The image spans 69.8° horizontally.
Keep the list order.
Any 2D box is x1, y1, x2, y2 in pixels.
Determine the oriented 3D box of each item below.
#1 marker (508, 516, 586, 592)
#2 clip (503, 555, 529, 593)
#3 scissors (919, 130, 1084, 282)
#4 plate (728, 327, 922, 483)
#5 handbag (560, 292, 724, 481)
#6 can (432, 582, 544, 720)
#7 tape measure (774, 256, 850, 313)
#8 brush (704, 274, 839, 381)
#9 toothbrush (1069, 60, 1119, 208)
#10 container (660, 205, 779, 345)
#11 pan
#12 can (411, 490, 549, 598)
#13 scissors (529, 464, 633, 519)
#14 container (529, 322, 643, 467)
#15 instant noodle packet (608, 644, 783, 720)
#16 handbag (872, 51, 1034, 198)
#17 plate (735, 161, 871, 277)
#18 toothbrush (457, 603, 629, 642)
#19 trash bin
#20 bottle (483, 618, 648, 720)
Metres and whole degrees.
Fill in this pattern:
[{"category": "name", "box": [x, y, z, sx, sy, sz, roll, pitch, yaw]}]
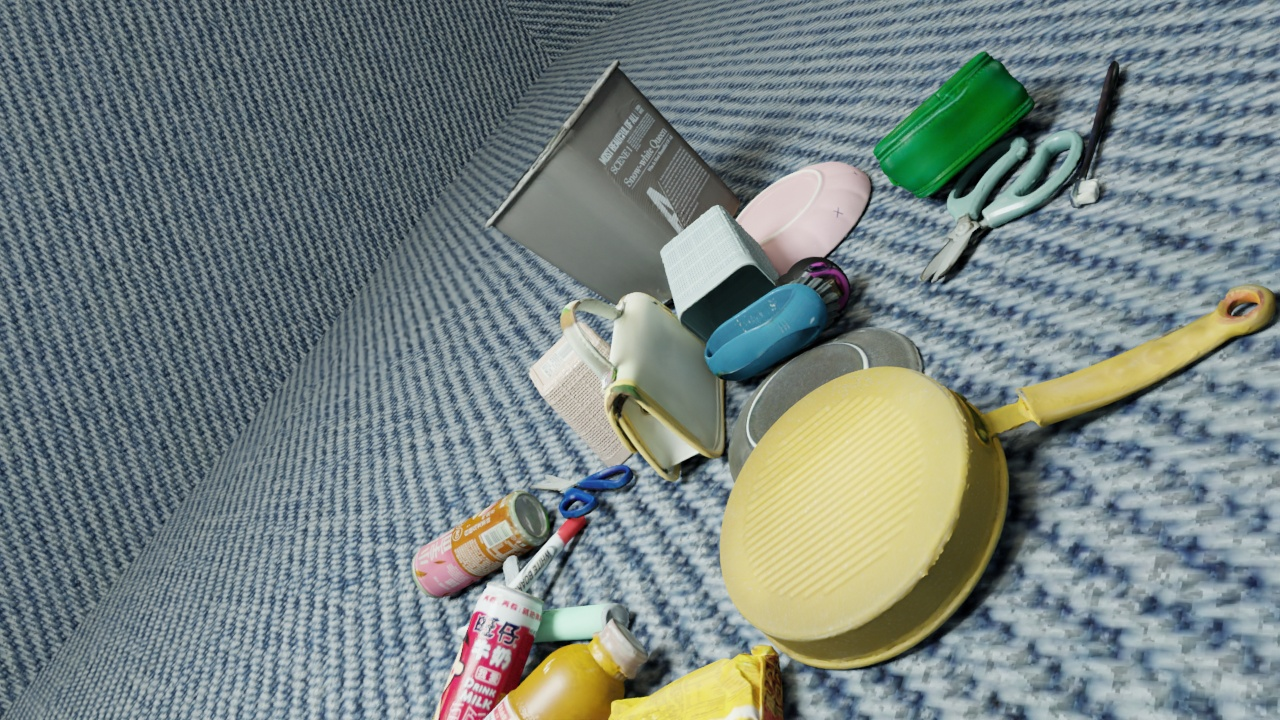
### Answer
[{"category": "marker", "box": [-0.096, 0.188, 0.817, 0.017, 0.017, 0.144, -16, 23, 47]}, {"category": "clip", "box": [-0.116, 0.207, 0.856, 0.025, 0.032, 0.057, -39, 27, 17]}, {"category": "scissors", "box": [0.280, -0.127, 0.767, 0.180, 0.019, 0.143, -46, 24, 0]}, {"category": "plate", "box": [0.136, 0.034, 0.725, 0.180, 0.024, 0.179, -36, 24, 19]}, {"category": "handbag", "box": [-0.005, 0.005, 0.809, 0.063, 0.178, 0.163, -37, 25, 25]}, {"category": "can", "box": [-0.121, 0.246, 0.719, 0.053, 0.053, 0.132, -10, 55, 53]}, {"category": "tape measure", "box": [0.155, -0.061, 0.808, 0.058, 0.057, 0.039, -32, 25, 3]}, {"category": "brush", "box": [0.103, -0.020, 0.787, 0.073, 0.055, 0.144, -33, -1, -39]}, {"category": "toothbrush", "box": [0.363, -0.183, 0.724, 0.018, 0.015, 0.180, -9, 42, 44]}, {"category": "container", "box": [0.079, -0.078, 0.882, 0.090, 0.090, 0.111, -38, 40, 18]}, {"category": "pan", "box": [0.200, 0.054, 0.559, 0.358, 0.078, 0.197, -41, 30, 22]}, {"category": "can", "box": [-0.160, 0.184, 0.914, 0.148, 0.058, 0.057, -32, 26, 26]}, {"category": "scissors", "box": [-0.074, 0.130, 0.900, 0.173, 0.012, 0.132, -21, 15, 34]}, {"category": "container", "box": [-0.043, 0.031, 0.912, 0.090, 0.111, 0.090, -45, 23, 0]}, {"category": "instant noodle packet", "box": [0.026, 0.235, 0.547, 0.129, 0.044, 0.110, -29, 21, 24]}, {"category": "handbag", "box": [0.275, -0.208, 0.827, 0.131, 0.068, 0.120, -42, 3, 10]}, {"category": "plate", "box": [0.152, -0.148, 0.979, 0.193, 0.039, 0.192, -36, 25, 19]}, {"category": "toothbrush", "box": [-0.092, 0.226, 0.776, 0.225, 0.026, 0.027, -21, 9, 44]}, {"category": "trash bin", "box": [-0.024, -0.184, 1.067, 0.199, 0.219, 0.198, -34, 22, 54]}, {"category": "bottle", "box": [-0.072, 0.260, 0.634, 0.189, 0.068, 0.068, -46, 23, -3]}]
